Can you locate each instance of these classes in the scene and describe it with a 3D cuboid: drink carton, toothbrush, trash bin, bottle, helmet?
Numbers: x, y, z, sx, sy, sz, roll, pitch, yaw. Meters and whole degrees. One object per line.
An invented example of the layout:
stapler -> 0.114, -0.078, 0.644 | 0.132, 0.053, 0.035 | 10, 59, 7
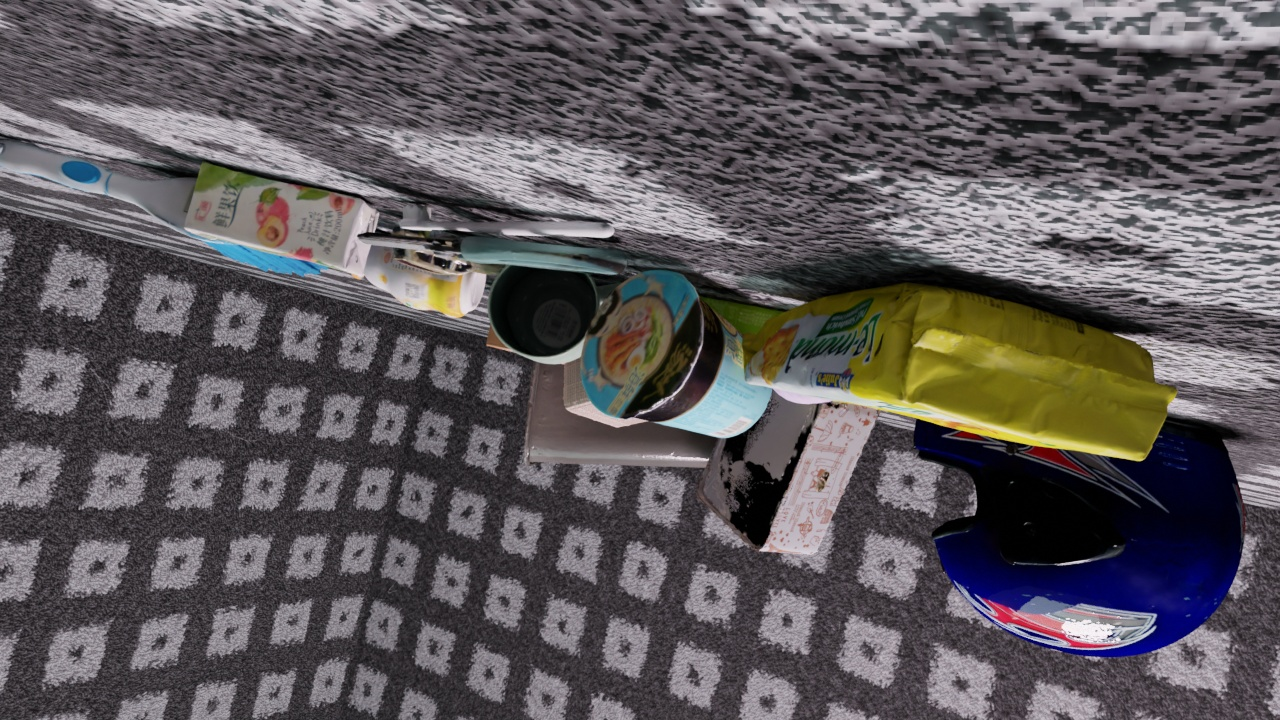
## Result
drink carton -> -0.256, -0.101, 0.661 | 0.122, 0.053, 0.045 | 14, 178, 4
toothbrush -> -0.088, -0.086, 0.569 | 0.180, 0.016, 0.016 | 9, -174, 36
trash bin -> -0.015, 0.038, 1.079 | 0.220, 0.198, 0.199 | 8, 178, 0
bottle -> -0.188, -0.075, 0.774 | 0.108, 0.063, 0.063 | 13, 178, 6
helmet -> 0.414, 0.162, 0.920 | 0.316, 0.240, 0.247 | 12, 176, 41

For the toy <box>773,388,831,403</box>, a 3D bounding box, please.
toy -> 0.136, 0.016, 0.724 | 0.084, 0.039, 0.108 | 14, 174, -1

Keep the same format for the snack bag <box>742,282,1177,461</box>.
snack bag -> 0.173, 0.004, 0.556 | 0.158, 0.068, 0.247 | 13, 178, -14

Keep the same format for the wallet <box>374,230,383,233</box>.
wallet -> -0.264, -0.113, 0.861 | 0.097, 0.019, 0.121 | 14, 179, -42

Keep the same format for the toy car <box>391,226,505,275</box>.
toy car -> -0.148, -0.083, 0.715 | 0.090, 0.035, 0.042 | 12, 180, -34

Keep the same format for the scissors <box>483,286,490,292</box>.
scissors -> -0.189, -0.088, 1.104 | 0.137, 0.017, 0.072 | 18, -174, -13

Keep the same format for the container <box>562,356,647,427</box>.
container -> -0.005, 0.005, 0.816 | 0.111, 0.089, 0.090 | -18, 153, 36

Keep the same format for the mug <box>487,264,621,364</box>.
mug -> -0.059, -0.042, 0.736 | 0.112, 0.082, 0.106 | -13, 177, 1

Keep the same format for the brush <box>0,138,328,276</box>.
brush -> -0.405, -0.136, 0.769 | 0.315, 0.060, 0.109 | 15, 173, 24

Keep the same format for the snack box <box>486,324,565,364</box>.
snack box -> -0.079, -0.037, 0.894 | 0.093, 0.077, 0.094 | 11, 177, 43

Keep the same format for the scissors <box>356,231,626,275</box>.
scissors -> -0.098, -0.071, 0.608 | 0.179, 0.019, 0.161 | 4, -176, -1

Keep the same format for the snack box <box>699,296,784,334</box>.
snack box -> 0.118, -0.022, 0.748 | 0.156, 0.026, 0.085 | 12, 177, 18

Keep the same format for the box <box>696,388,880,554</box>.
box -> 0.181, 0.102, 0.983 | 0.217, 0.180, 0.158 | 12, -166, -43

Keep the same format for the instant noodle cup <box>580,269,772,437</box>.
instant noodle cup -> 0.035, 0.004, 0.682 | 0.111, 0.111, 0.120 | 11, 171, 44
